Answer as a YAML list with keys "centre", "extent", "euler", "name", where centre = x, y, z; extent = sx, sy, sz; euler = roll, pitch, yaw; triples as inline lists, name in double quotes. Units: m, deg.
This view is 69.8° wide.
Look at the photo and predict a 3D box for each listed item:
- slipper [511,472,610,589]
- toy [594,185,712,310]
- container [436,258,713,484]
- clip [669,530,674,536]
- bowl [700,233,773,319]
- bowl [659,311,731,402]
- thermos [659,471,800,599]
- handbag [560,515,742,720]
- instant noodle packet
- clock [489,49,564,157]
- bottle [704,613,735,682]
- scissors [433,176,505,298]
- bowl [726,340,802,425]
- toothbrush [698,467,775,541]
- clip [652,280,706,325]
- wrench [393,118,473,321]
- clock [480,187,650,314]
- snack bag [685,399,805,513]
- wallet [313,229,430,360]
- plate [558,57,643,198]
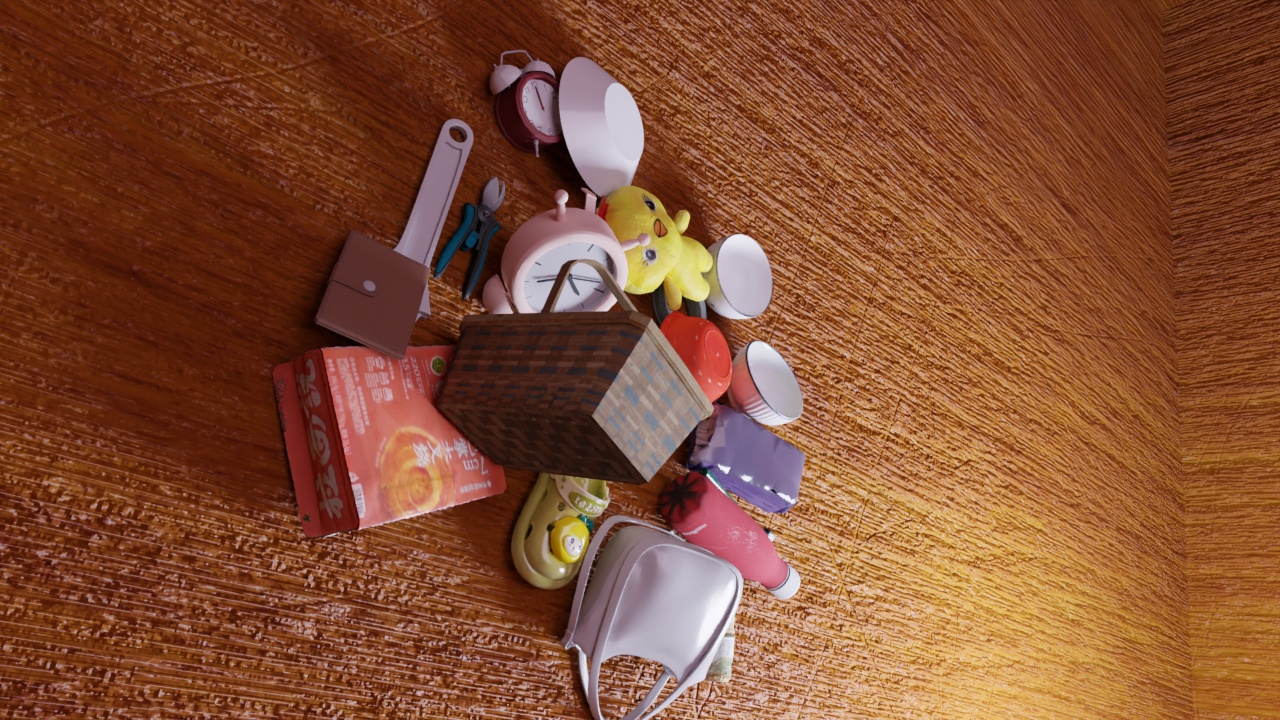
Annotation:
- centre: [-0.069, 0.155, 0.992]
  extent: [0.091, 0.082, 0.190]
  euler: [38, 55, -34]
  name: "slipper"
- centre: [0.011, -0.134, 1.111]
  extent: [0.207, 0.092, 0.133]
  euler: [18, 65, -32]
  name: "toy"
- centre: [-0.058, 0.004, 0.900]
  extent: [0.157, 0.250, 0.185]
  euler: [53, 52, -38]
  name: "container"
- centre: [0.046, 0.248, 1.120]
  extent: [0.057, 0.054, 0.102]
  euler: [-24, 100, -8]
  name: "clip"
- centre: [0.120, -0.109, 1.234]
  extent: [0.113, 0.063, 0.113]
  euler: [10, 75, -42]
  name: "bowl"
- centre: [0.075, -0.002, 1.122]
  extent: [0.130, 0.045, 0.130]
  euler: [32, 50, -48]
  name: "bowl"
- centre: [0.123, 0.231, 1.159]
  extent: [0.240, 0.073, 0.073]
  euler: [43, 55, -29]
  name: "thermos"
- centre: [-0.005, 0.301, 1.023]
  extent: [0.215, 0.096, 0.222]
  euler: [26, 85, -28]
  name: "handbag"
- centre: [-0.219, 0.066, 0.882]
  extent: [0.220, 0.084, 0.164]
  euler: [-8, 82, -53]
  name: "instant noodle packet"
- centre: [-0.125, -0.296, 1.056]
  extent: [0.086, 0.044, 0.124]
  euler: [-26, 101, -43]
  name: "clock"
- centre: [0.096, 0.338, 1.134]
  extent: [0.043, 0.043, 0.111]
  euler: [19, 70, -39]
  name: "bottle"
- centre: [-0.182, -0.135, 0.987]
  extent: [0.149, 0.019, 0.131]
  euler: [-20, 96, -43]
  name: "scissors"
- centre: [0.157, 0.039, 1.228]
  extent: [0.118, 0.062, 0.117]
  euler: [33, 39, -33]
  name: "bowl"
- centre: [0.128, 0.190, 1.188]
  extent: [0.017, 0.016, 0.190]
  euler: [-53, 130, -14]
  name: "toothbrush"
- centre: [0.051, -0.037, 1.181]
  extent: [0.106, 0.028, 0.163]
  euler: [-34, 104, -40]
  name: "clip"
- centre: [-0.231, -0.144, 0.939]
  extent: [0.086, 0.018, 0.272]
  euler: [24, 62, -26]
  name: "wrench"
- centre: [-0.087, -0.102, 0.998]
  extent: [0.131, 0.161, 0.086]
  euler: [21, 22, -38]
  name: "clock"
- centre: [0.140, 0.126, 1.208]
  extent: [0.205, 0.059, 0.096]
  euler: [31, 62, -35]
  name: "snack bag"
- centre: [-0.248, -0.063, 0.860]
  extent: [0.087, 0.013, 0.120]
  euler: [27, 44, -24]
  name: "wallet"
- centre: [-0.035, -0.283, 1.107]
  extent: [0.174, 0.036, 0.173]
  euler: [25, 61, -57]
  name: "plate"
